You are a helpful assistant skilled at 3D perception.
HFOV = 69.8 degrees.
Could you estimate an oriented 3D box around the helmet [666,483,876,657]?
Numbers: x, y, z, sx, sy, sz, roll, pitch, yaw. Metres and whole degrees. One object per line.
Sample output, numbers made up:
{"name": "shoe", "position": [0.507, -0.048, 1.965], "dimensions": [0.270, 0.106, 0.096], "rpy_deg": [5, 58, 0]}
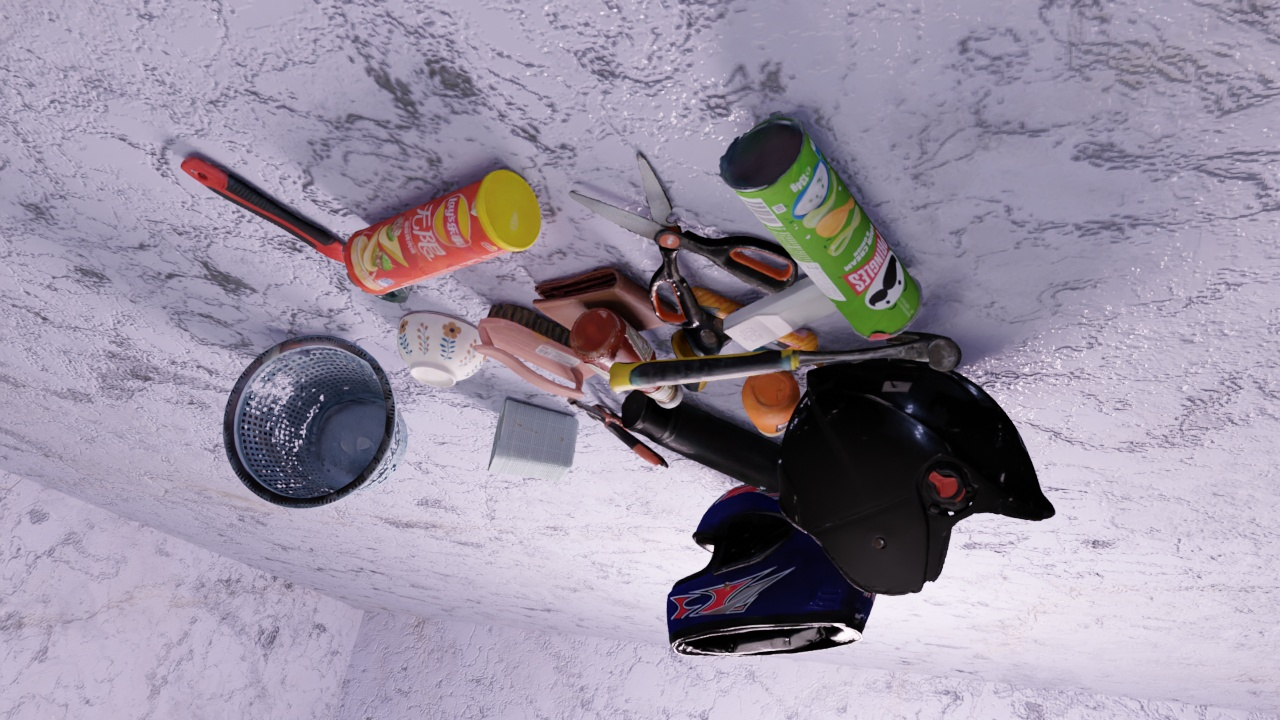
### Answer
{"name": "helmet", "position": [0.186, 0.296, 1.347], "dimensions": [0.316, 0.239, 0.247], "rpy_deg": [-15, 146, 25]}

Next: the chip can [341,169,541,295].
{"name": "chip can", "position": [-0.191, -0.114, 0.861], "dimensions": [0.217, 0.073, 0.073], "rpy_deg": [-12, 146, 40]}

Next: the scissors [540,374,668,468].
{"name": "scissors", "position": [-0.045, 0.075, 1.167], "dimensions": [0.226, 0.015, 0.189], "rpy_deg": [39, -178, -13]}

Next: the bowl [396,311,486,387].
{"name": "bowl", "position": [-0.245, -0.006, 1.120], "dimensions": [0.113, 0.062, 0.114], "rpy_deg": [8, 155, 4]}

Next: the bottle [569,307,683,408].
{"name": "bottle", "position": [-0.006, 0.006, 0.997], "dimensions": [0.060, 0.059, 0.206], "rpy_deg": [-2, 159, 26]}

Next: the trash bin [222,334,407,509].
{"name": "trash bin", "position": [-0.420, 0.097, 1.262], "dimensions": [0.226, 0.226, 0.195], "rpy_deg": [9, 167, 5]}

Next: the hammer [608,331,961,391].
{"name": "hammer", "position": [0.131, 0.002, 0.885], "dimensions": [0.323, 0.032, 0.126], "rpy_deg": [-5, -175, 10]}

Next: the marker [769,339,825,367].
{"name": "marker", "position": [0.148, -0.022, 0.979], "dimensions": [0.123, 0.015, 0.018], "rpy_deg": [24, 148, -22]}

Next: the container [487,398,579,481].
{"name": "container", "position": [-0.152, 0.119, 1.308], "dimensions": [0.111, 0.089, 0.090], "rpy_deg": [13, 155, -10]}

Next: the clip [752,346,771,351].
{"name": "clip", "position": [0.147, -0.002, 1.023], "dimensions": [0.055, 0.013, 0.038], "rpy_deg": [16, 155, -6]}

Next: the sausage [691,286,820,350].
{"name": "sausage", "position": [0.116, -0.042, 0.943], "dimensions": [0.165, 0.021, 0.022], "rpy_deg": [20, 153, -18]}

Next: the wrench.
{"name": "wrench", "position": [-0.347, -0.130, 0.957], "dimensions": [0.056, 0.016, 0.273], "rpy_deg": [-10, 148, 37]}

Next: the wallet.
{"name": "wallet", "position": [-0.038, -0.057, 0.968], "dimensions": [0.125, 0.032, 0.101], "rpy_deg": [-9, 151, 37]}

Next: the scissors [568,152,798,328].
{"name": "scissors", "position": [0.038, -0.096, 0.841], "dimensions": [0.221, 0.021, 0.229], "rpy_deg": [10, 145, -5]}

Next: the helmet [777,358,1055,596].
{"name": "helmet", "position": [0.276, 0.109, 0.955], "dimensions": [0.275, 0.230, 0.233], "rpy_deg": [-7, 180, 17]}

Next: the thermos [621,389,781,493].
{"name": "thermos", "position": [0.086, 0.101, 1.215], "dimensions": [0.242, 0.068, 0.090], "rpy_deg": [26, -177, -25]}

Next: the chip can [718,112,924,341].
{"name": "chip can", "position": [0.154, -0.100, 0.748], "dimensions": [0.072, 0.072, 0.236], "rpy_deg": [-9, 148, 36]}

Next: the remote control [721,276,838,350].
{"name": "remote control", "position": [0.143, -0.047, 0.894], "dimensions": [0.125, 0.024, 0.049], "rpy_deg": [-26, 136, 35]}

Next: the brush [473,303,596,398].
{"name": "brush", "position": [-0.119, -0.011, 1.045], "dimensions": [0.145, 0.073, 0.063], "rpy_deg": [26, 152, -24]}

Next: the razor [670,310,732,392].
{"name": "razor", "position": [0.066, -0.005, 1.015], "dimensions": [0.067, 0.062, 0.168], "rpy_deg": [-20, 160, -7]}

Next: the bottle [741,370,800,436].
{"name": "bottle", "position": [0.156, 0.057, 1.091], "dimensions": [0.067, 0.066, 0.149], "rpy_deg": [6, 161, 11]}
